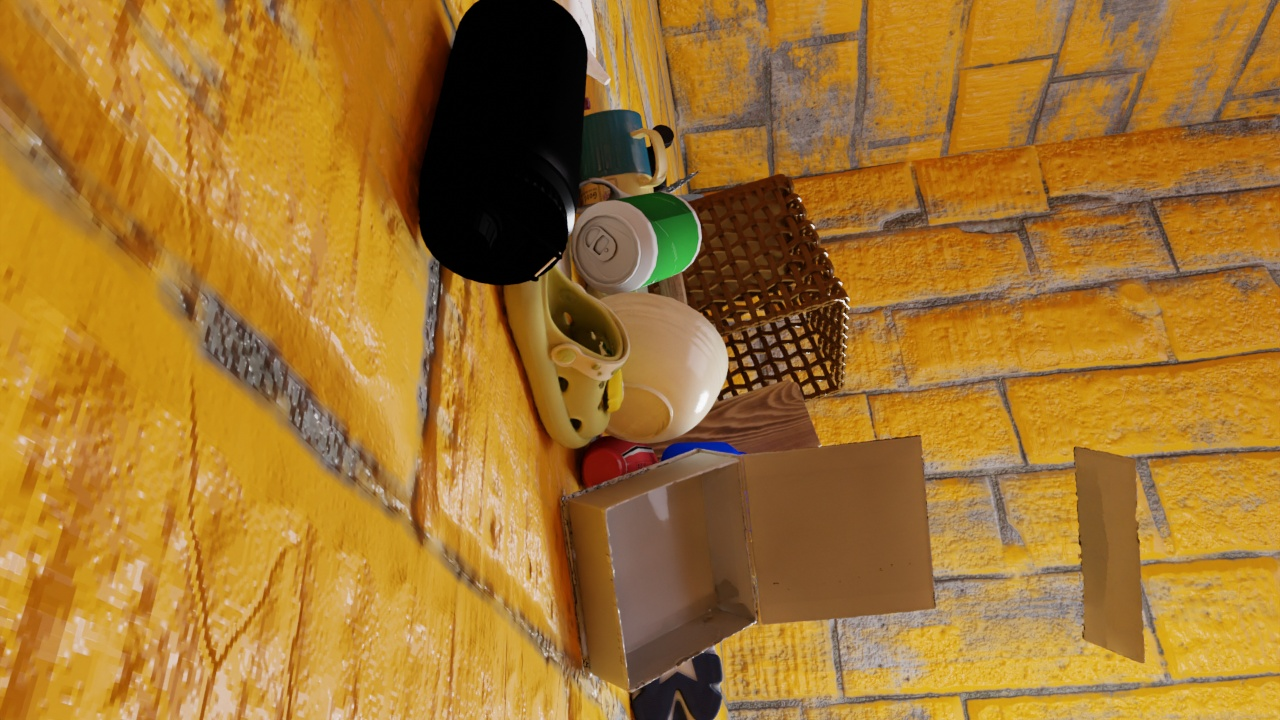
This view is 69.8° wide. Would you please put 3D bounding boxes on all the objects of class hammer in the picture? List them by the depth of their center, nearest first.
[{"bbox_3d":[0.031,-0.104,1.053,0.132,0.040,0.305,118,-33,-65],"label":"hammer"}]

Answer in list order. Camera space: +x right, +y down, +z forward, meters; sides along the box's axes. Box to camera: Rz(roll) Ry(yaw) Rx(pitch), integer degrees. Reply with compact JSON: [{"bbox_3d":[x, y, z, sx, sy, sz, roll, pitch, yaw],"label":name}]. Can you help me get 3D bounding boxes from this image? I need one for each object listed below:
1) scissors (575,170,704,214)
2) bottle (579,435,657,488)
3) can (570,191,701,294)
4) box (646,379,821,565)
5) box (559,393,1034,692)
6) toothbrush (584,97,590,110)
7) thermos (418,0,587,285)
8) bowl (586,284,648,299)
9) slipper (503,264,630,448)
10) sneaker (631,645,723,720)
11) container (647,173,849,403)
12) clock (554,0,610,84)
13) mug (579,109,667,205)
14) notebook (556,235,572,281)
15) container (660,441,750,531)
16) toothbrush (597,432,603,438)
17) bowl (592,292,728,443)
[{"bbox_3d":[-0.008,-0.155,0.972,0.012,0.163,0.154,38,-71,50],"label":"scissors"},{"bbox_3d":[-0.022,0.104,0.884,0.176,0.062,0.062,39,45,-80],"label":"bottle"},{"bbox_3d":[-0.002,-0.117,0.897,0.139,0.088,0.088,-29,114,-61],"label":"can"},{"bbox_3d":[0.106,0.174,1.167,0.279,0.245,0.167,69,7,-65],"label":"box"},{"bbox_3d":[0.165,0.152,0.840,0.119,0.478,0.166,-159,-120,-70],"label":"box"},{"bbox_3d":[-0.075,-0.284,0.985,0.189,0.016,0.016,-61,145,-79],"label":"toothbrush"},{"bbox_3d":[-0.076,-0.124,0.527,0.086,0.086,0.198,76,10,-48],"label":"thermos"},{"bbox_3d":[-0.025,-0.061,1.015,0.117,0.061,0.117,-6,89,-83],"label":"bowl"},{"bbox_3d":[-0.048,-0.015,0.703,0.091,0.082,0.191,-93,170,-45],"label":"slipper"},{"bbox_3d":[0.037,0.407,1.062,0.132,0.103,0.269,139,-53,-80],"label":"sneaker"},{"bbox_3d":[0.112,-0.066,1.203,0.220,0.251,0.213,73,0,-56],"label":"container"},{"bbox_3d":[-0.071,-0.319,0.811,0.125,0.073,0.161,19,65,-83],"label":"clock"},{"bbox_3d":[-0.018,-0.219,1.015,0.083,0.114,0.107,-4,86,-47],"label":"mug"},{"bbox_3d":[-0.086,-0.148,0.791,0.209,0.012,0.153,60,26,-73],"label":"notebook"},{"bbox_3d":[0.060,0.138,0.921,0.058,0.096,0.114,40,53,-51],"label":"container"},{"bbox_3d":[-0.049,0.018,0.943,0.015,0.016,0.185,-68,153,-62],"label":"toothbrush"},{"bbox_3d":[0.000,0.021,0.812,0.075,0.151,0.151,-77,161,-47],"label":"bowl"}]
